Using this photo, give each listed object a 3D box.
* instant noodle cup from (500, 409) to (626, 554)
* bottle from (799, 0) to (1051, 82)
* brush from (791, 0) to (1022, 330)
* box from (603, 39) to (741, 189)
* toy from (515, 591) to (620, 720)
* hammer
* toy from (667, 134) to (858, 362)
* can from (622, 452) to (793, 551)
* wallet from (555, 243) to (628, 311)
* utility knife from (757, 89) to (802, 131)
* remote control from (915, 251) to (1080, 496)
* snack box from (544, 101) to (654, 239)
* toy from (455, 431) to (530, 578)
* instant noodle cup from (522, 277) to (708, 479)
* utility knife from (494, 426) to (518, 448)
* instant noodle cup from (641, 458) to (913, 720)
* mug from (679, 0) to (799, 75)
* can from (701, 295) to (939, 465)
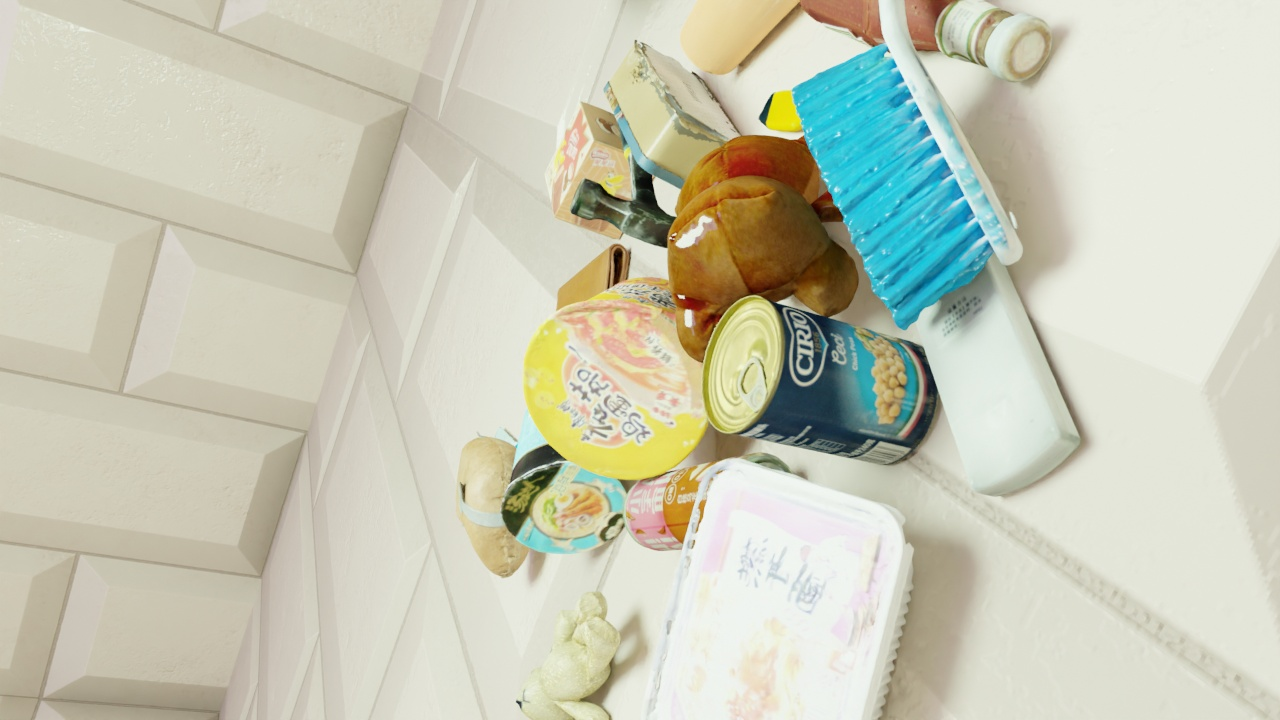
[{"bbox_3d":[-0.068,0.093,0.826,0.111,0.111,0.120,-58,22,30],"label":"instant noodle cup"},{"bbox_3d":[0.169,-0.216,0.565,0.060,0.059,0.206,-64,34,21],"label":"bottle"},{"bbox_3d":[0.132,-0.174,0.513,0.110,0.060,0.314,-29,63,24],"label":"brush"},{"bbox_3d":[0.030,-0.208,0.801,0.062,0.089,0.184,-52,32,28],"label":"box"},{"bbox_3d":[-0.056,0.248,0.745,0.105,0.066,0.158,59,138,35],"label":"toy"},{"bbox_3d":[0.000,-0.194,0.857,0.322,0.126,0.032,-94,29,-55],"label":"hammer"},{"bbox_3d":[0.077,-0.085,0.605,0.140,0.130,0.199,-20,32,15],"label":"toy"},{"bbox_3d":[0.045,0.100,0.633,0.148,0.058,0.057,-24,55,58],"label":"can"},{"bbox_3d":[-0.057,-0.052,0.959,0.132,0.031,0.107,-28,50,58],"label":"wallet"},{"bbox_3d":[0.134,-0.183,0.662,0.164,0.015,0.033,25,104,63],"label":"utility knife"},{"bbox_3d":[0.176,0.001,0.468,0.056,0.019,0.135,-49,35,41],"label":"remote control"},{"bbox_3d":[-0.043,-0.198,0.955,0.095,0.077,0.092,-58,30,31],"label":"snack box"},{"bbox_3d":[-0.166,0.149,0.997,0.226,0.082,0.143,177,95,-73],"label":"toy"},{"bbox_3d":[-0.004,0.004,0.685,0.138,0.138,0.109,-60,-4,27],"label":"instant noodle cup"},{"bbox_3d":[-0.134,0.110,1.037,0.237,0.018,0.034,23,99,65],"label":"utility knife"},{"bbox_3d":[0.081,0.151,0.502,0.138,0.060,0.173,13,86,46],"label":"instant noodle cup"},{"bbox_3d":[0.085,-0.299,0.763,0.123,0.078,0.078,139,139,-57],"label":"mug"},{"bbox_3d":[0.100,0.013,0.511,0.076,0.111,0.075,-40,44,52],"label":"can"}]
